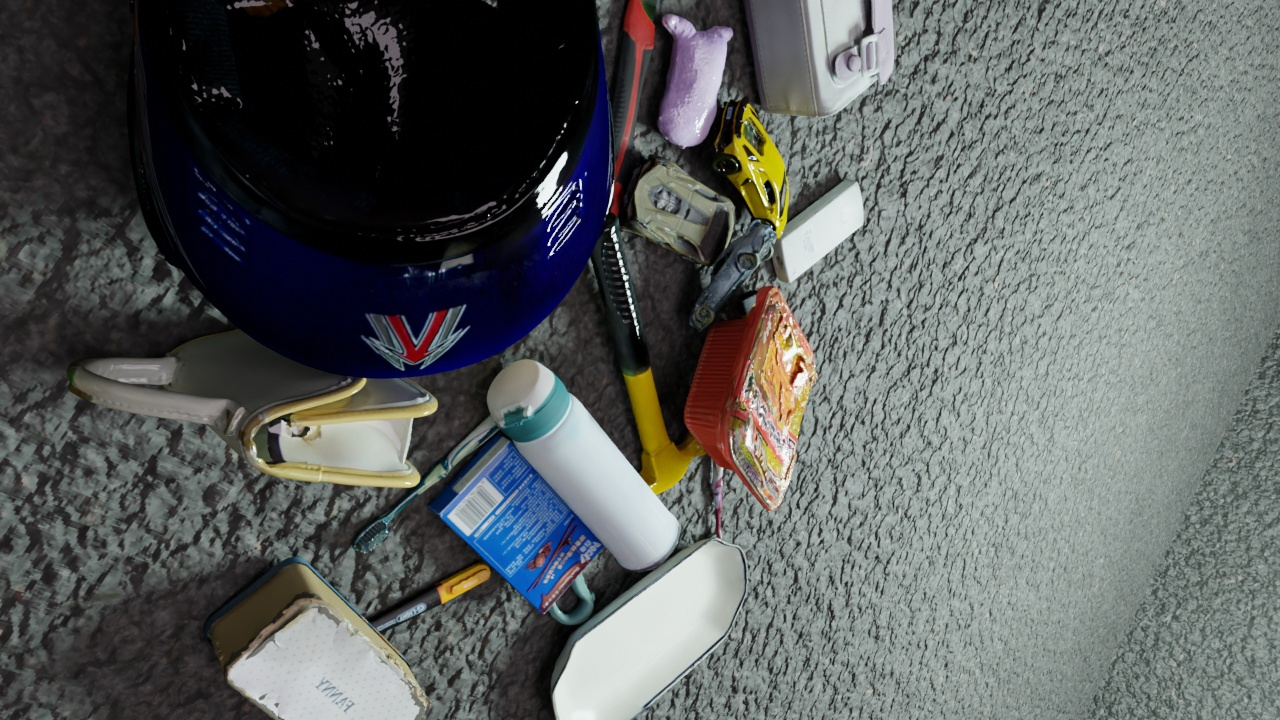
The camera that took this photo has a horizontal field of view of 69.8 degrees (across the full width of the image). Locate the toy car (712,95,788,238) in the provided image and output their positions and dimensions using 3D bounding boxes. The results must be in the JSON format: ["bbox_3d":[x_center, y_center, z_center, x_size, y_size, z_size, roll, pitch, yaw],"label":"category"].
[{"bbox_3d":[0.109,-0.176,0.855,0.156,0.041,0.071,52,43,-44],"label":"toy car"}]

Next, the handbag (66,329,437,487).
[{"bbox_3d":[-0.230,0.018,0.543,0.178,0.163,0.063,9,98,-44],"label":"handbag"}]

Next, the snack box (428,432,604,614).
[{"bbox_3d":[-0.104,0.144,0.797,0.084,0.026,0.157,-47,126,-16],"label":"snack box"}]

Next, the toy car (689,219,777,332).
[{"bbox_3d":[0.084,-0.079,0.864,0.121,0.037,0.054,-55,171,29],"label":"toy car"}]

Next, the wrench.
[{"bbox_3d":[-0.008,-0.247,0.749,0.056,0.016,0.274,-4,109,-42],"label":"wrench"}]

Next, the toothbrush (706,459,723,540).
[{"bbox_3d":[0.079,0.133,0.985,0.017,0.016,0.188,-16,118,-28],"label":"toothbrush"}]

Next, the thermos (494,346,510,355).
[{"bbox_3d":[-0.101,-0.073,0.686,0.143,0.093,0.093,-49,133,-28],"label":"thermos"}]

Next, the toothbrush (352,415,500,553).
[{"bbox_3d":[-0.155,0.087,0.744,0.191,0.018,0.016,-43,130,-22],"label":"toothbrush"}]

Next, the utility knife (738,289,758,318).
[{"bbox_3d":[0.146,-0.024,0.985,0.033,0.015,0.173,-53,135,-6],"label":"utility knife"}]

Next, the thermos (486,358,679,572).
[{"bbox_3d":[-0.047,0.090,0.785,0.073,0.073,0.224,-48,125,-18],"label":"thermos"}]

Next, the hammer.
[{"bbox_3d":[-0.005,0.005,0.836,0.128,0.033,0.301,-36,130,-29],"label":"hammer"}]

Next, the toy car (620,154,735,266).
[{"bbox_3d":[0.040,-0.131,0.823,0.158,0.042,0.070,16,95,-50],"label":"toy car"}]

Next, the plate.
[{"bbox_3d":[0.009,0.284,0.959,0.265,0.034,0.162,-32,129,-28],"label":"plate"}]

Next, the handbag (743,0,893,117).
[{"bbox_3d":[0.166,-0.338,0.827,0.144,0.098,0.197,-40,130,-32],"label":"handbag"}]

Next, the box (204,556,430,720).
[{"bbox_3d":[-0.240,0.228,0.686,0.089,0.062,0.184,-38,127,-17],"label":"box"}]

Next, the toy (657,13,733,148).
[{"bbox_3d":[0.043,-0.236,0.785,0.083,0.039,0.108,-3,111,-43],"label":"toy"}]

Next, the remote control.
[{"bbox_3d":[0.189,-0.139,0.976,0.134,0.019,0.056,-39,129,-26],"label":"remote control"}]

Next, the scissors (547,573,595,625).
[{"bbox_3d":[-0.040,0.164,0.885,0.169,0.019,0.178,-21,118,-35],"label":"scissors"}]

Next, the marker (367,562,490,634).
[{"bbox_3d":[-0.180,0.202,0.769,0.123,0.015,0.018,-22,115,-33],"label":"marker"}]

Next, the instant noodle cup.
[{"bbox_3d":[0.108,0.035,0.899,0.164,0.079,0.188,52,50,-49],"label":"instant noodle cup"}]

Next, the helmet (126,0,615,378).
[{"bbox_3d":[-0.143,-0.145,0.507,0.247,0.241,0.315,-5,79,-17],"label":"helmet"}]
